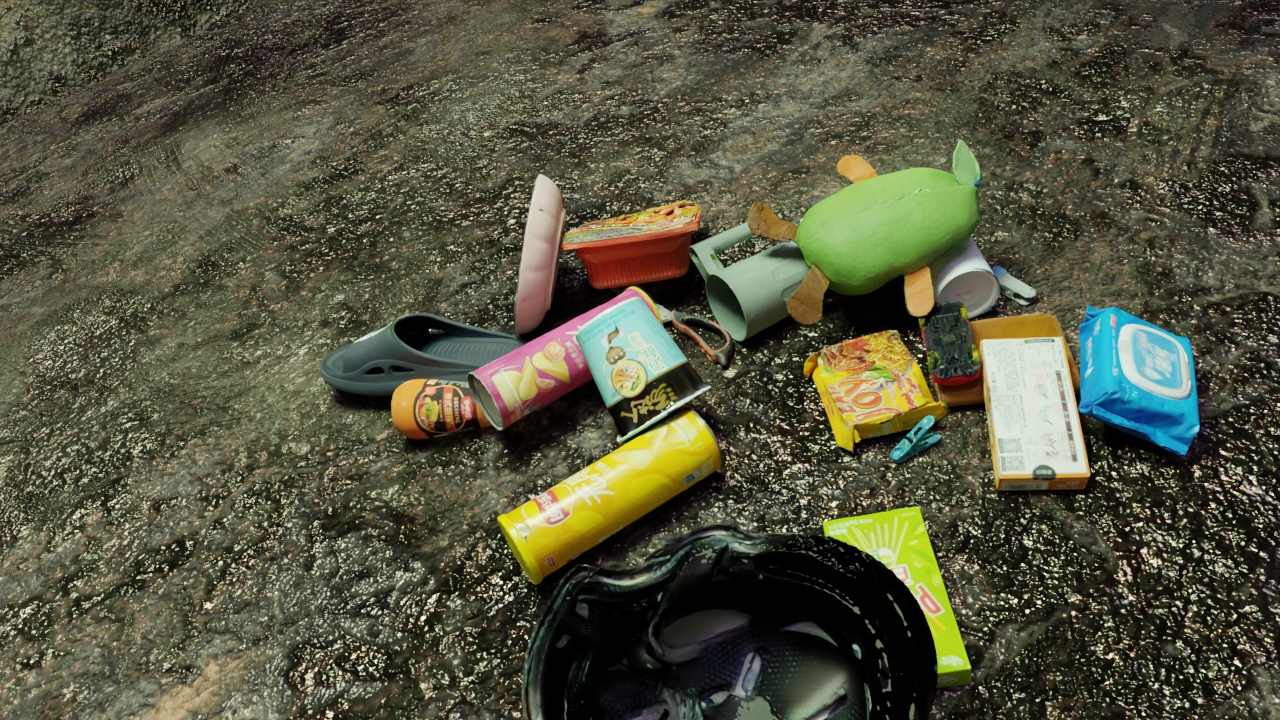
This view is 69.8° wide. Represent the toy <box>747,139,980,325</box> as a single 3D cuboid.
[{"bbox_3d":[0.250,-0.136,0.977,0.247,0.090,0.226,-19,63,2],"label":"toy"}]

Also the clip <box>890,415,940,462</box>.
[{"bbox_3d":[0.260,0.077,0.869,0.054,0.033,0.013,-37,41,-4],"label":"clip"}]

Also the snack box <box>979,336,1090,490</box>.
[{"bbox_3d":[0.360,0.046,0.846,0.075,0.026,0.153,-2,55,13],"label":"snack box"}]

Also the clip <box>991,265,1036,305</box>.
[{"bbox_3d":[0.406,-0.079,1.003,0.026,0.042,0.058,-33,47,-21],"label":"clip"}]

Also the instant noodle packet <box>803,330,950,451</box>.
[{"bbox_3d":[0.232,0.027,0.919,0.111,0.044,0.128,-18,41,3],"label":"instant noodle packet"}]

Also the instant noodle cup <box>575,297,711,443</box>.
[{"bbox_3d":[-0.005,0.005,0.925,0.111,0.111,0.120,-30,86,-16],"label":"instant noodle cup"}]

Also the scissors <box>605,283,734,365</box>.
[{"bbox_3d":[0.018,-0.041,1.080,0.202,0.015,0.205,3,45,20],"label":"scissors"}]

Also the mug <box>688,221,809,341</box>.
[{"bbox_3d":[0.129,-0.097,1.039,0.103,0.084,0.124,-26,79,-16],"label":"mug"}]

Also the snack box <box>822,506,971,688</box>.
[{"bbox_3d":[0.206,0.194,0.753,0.086,0.026,0.156,-10,42,7],"label":"snack box"}]

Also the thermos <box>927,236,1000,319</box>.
[{"bbox_3d":[0.338,-0.141,1.053,0.073,0.073,0.223,-11,41,5],"label":"thermos"}]

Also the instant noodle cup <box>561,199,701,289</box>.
[{"bbox_3d":[-0.004,-0.142,1.123,0.164,0.079,0.188,-8,16,8],"label":"instant noodle cup"}]

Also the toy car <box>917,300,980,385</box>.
[{"bbox_3d":[0.305,-0.019,0.910,0.049,0.031,0.106,-9,45,13],"label":"toy car"}]

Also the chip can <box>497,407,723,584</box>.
[{"bbox_3d":[-0.027,0.126,0.868,0.213,0.072,0.072,-29,43,-17],"label":"chip can"}]

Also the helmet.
[{"bbox_3d":[0.059,0.246,0.643,0.273,0.157,0.230,-12,39,-12],"label":"helmet"}]

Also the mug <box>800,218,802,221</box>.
[{"bbox_3d":[0.247,-0.142,1.082,0.106,0.082,0.114,-12,14,6],"label":"mug"}]

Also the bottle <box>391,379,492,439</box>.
[{"bbox_3d":[-0.195,0.051,1.014,0.149,0.067,0.066,-4,42,3],"label":"bottle"}]

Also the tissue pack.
[{"bbox_3d":[0.455,0.010,0.838,0.095,0.052,0.156,22,48,3],"label":"tissue pack"}]

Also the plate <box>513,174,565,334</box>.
[{"bbox_3d":[-0.118,-0.123,1.095,0.039,0.193,0.192,9,42,-4],"label":"plate"}]

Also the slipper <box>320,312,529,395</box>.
[{"bbox_3d":[-0.250,-0.019,1.077,0.268,0.083,0.110,0,29,14],"label":"slipper"}]

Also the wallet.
[{"bbox_3d":[0.358,-0.008,0.923,0.131,0.035,0.118,-7,44,10],"label":"wallet"}]

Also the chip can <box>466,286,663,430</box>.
[{"bbox_3d":[-0.078,-0.004,0.987,0.210,0.071,0.071,-29,43,-23],"label":"chip can"}]
